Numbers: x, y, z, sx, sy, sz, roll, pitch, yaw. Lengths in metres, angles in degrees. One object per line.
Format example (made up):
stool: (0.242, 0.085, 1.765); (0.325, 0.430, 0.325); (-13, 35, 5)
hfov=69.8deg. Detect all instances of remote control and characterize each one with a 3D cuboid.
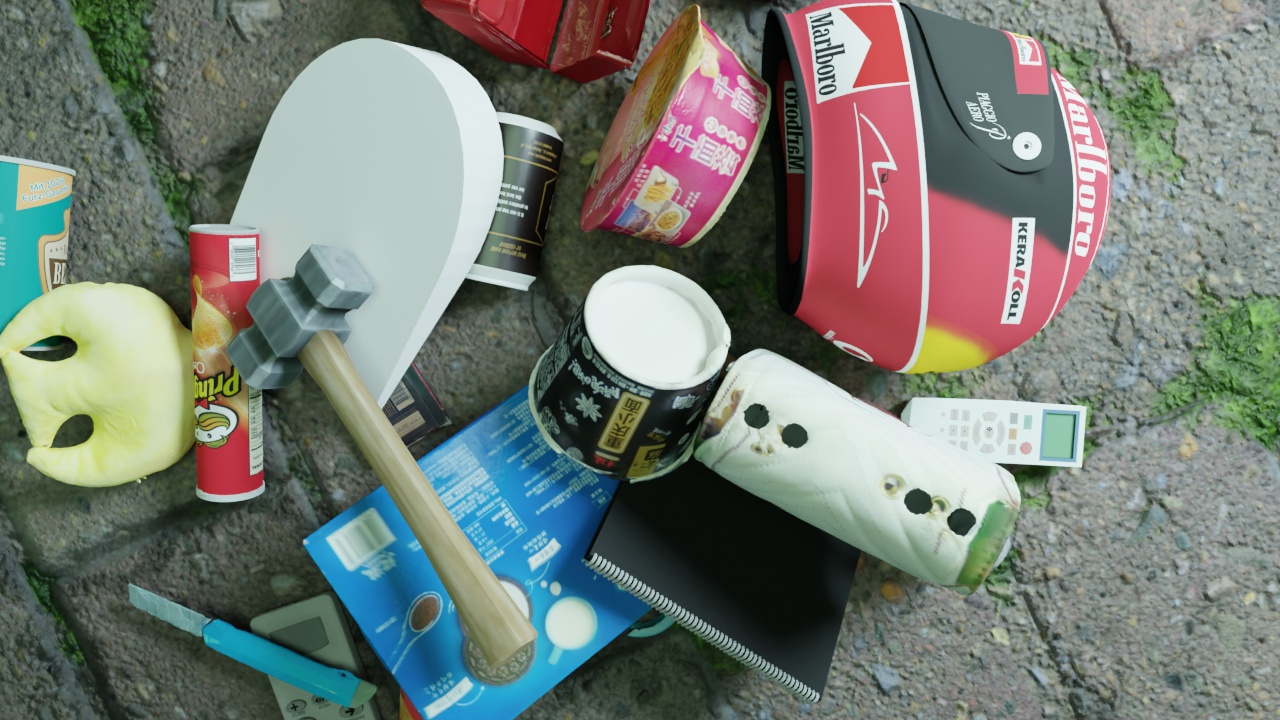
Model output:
remote control: (0.284, 0.057, 0.749); (0.143, 0.024, 0.049); (3, 93, 3)
remote control: (-0.270, 0.276, 0.775); (0.074, 0.019, 0.151); (-19, 93, 2)

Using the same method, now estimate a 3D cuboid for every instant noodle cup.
instant noodle cup: (-0.004, 0.004, 0.665); (0.137, 0.113, 0.137); (9, 55, -13)
instant noodle cup: (0.029, -0.161, 0.680); (0.077, 0.178, 0.178); (25, 93, -17)

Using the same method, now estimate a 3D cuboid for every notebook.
notebook: (0.072, 0.145, 0.703); (0.206, 0.016, 0.148); (34, 53, -9)

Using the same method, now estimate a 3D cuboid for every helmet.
helmet: (0.209, -0.126, 0.657); (0.224, 0.197, 0.271); (-2, 85, 1)

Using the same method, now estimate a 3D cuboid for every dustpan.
dustpan: (-0.210, -0.116, 0.711); (0.191, 0.053, 0.258); (38, 113, 14)

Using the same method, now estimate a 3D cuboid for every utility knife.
utility knife: (-0.324, 0.236, 0.759); (0.225, 0.015, 0.031); (24, 92, 0)

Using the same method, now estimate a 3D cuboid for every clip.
clip: (0.026, 0.168, 0.762); (0.130, 0.031, 0.121); (-37, 87, 3)

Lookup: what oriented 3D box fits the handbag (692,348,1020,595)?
handbag: (0.142, 0.072, 0.622); (0.198, 0.142, 0.096); (28, 88, 13)

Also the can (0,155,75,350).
can: (-0.506, -0.085, 0.721); (0.099, 0.099, 0.144); (6, 93, 1)

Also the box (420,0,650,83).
box: (-0.076, -0.306, 0.682); (0.156, 0.147, 0.157); (13, 93, -18)

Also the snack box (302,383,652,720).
snack box: (-0.100, 0.147, 0.705); (0.238, 0.056, 0.195); (-35, 84, -14)

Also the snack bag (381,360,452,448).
snack bag: (-0.229, 0.005, 0.760); (0.074, 0.018, 0.155); (-31, 92, 2)

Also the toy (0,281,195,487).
toy: (-0.412, 0.019, 0.731); (0.154, 0.065, 0.170); (-15, 111, -29)

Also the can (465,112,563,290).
can: (-0.107, -0.124, 0.724); (0.072, 0.072, 0.128); (12, 93, 0)

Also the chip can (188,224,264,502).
chip can: (-0.328, 0.002, 0.728); (0.052, 0.051, 0.215); (5, 102, 1)

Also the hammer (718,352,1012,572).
hammer: (0.142, 0.057, 0.728); (0.328, 0.098, 0.052); (35, 91, 5)

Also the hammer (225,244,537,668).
hammer: (-0.177, 0.070, 0.647); (0.117, 0.051, 0.322); (-43, 73, 19)

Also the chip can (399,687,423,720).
chip can: (-0.163, 0.324, 0.750); (0.073, 0.073, 0.233); (2, 92, 1)
